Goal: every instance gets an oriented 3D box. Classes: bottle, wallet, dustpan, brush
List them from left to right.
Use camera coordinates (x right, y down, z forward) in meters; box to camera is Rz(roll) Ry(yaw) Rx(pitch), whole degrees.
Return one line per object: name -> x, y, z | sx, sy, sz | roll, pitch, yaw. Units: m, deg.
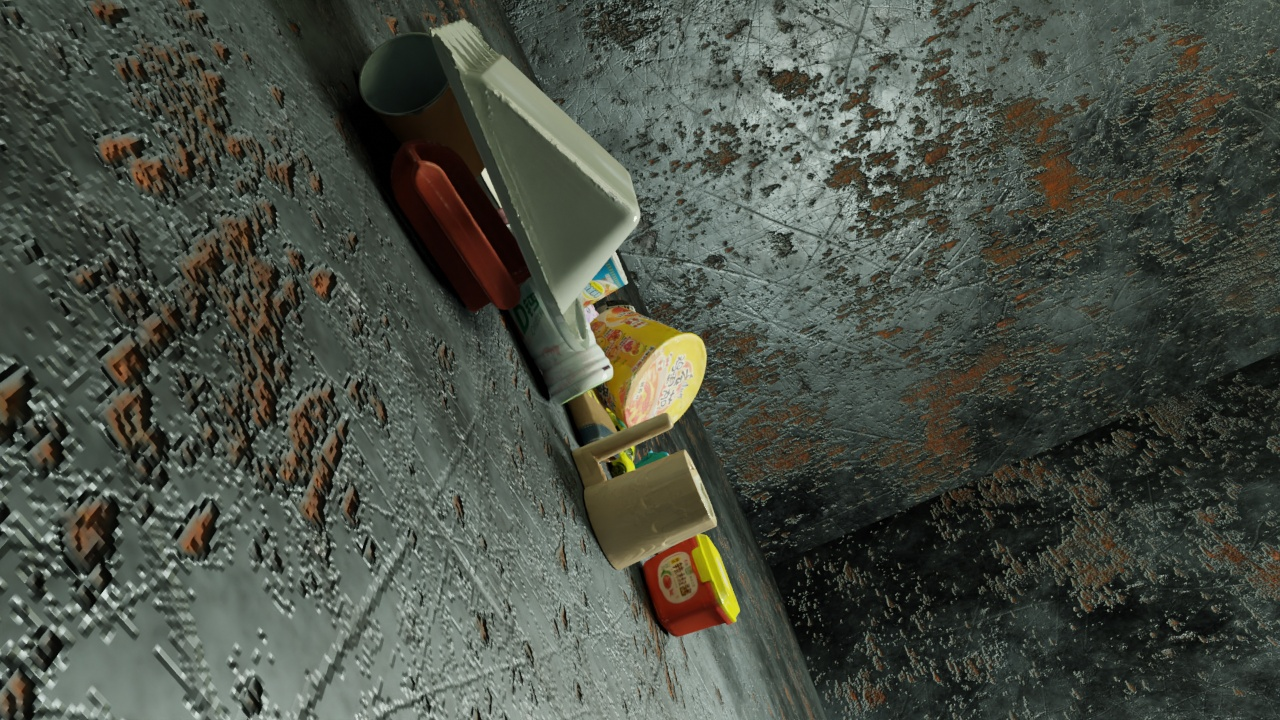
brush -> -0.138, -0.104, 0.699 | 0.069, 0.063, 0.146 | 51, -7, 51
dustpan -> -0.100, -0.139, 0.775 | 0.257, 0.143, 0.222 | 38, 15, -17
bottle -> -0.098, -0.057, 0.902 | 0.197, 0.068, 0.068 | 63, 5, 1
wallet -> -0.059, 0.051, 1.005 | 0.115, 0.033, 0.090 | 64, 5, 24

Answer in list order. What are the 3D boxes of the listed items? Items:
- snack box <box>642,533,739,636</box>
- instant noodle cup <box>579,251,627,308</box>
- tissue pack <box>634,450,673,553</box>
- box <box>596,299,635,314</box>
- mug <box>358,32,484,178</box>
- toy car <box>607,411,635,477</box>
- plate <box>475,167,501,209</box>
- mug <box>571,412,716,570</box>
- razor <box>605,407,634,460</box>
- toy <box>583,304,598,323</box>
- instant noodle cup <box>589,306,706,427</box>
snack box -> 0.052, 0.241, 0.973 | 0.082, 0.080, 0.091 | 58, 9, -51
instant noodle cup -> -0.077, -0.097, 1.050 | 0.099, 0.110, 0.099 | -23, 89, -86
tissue pack -> 0.033, 0.180, 1.158 | 0.140, 0.063, 0.090 | -99, 164, -71
box -> -0.037, -0.022, 1.435 | 0.162, 0.076, 0.088 | -110, -161, -45
mug -> -0.173, -0.201, 0.766 | 0.123, 0.078, 0.078 | 67, 1, -67
toy car -> -0.023, 0.109, 1.090 | 0.048, 0.032, 0.105 | 57, 12, -64
plate -> -0.167, -0.195, 0.996 | 0.163, 0.034, 0.164 | -86, 152, -80
mug -> 0.003, 0.123, 0.877 | 0.084, 0.103, 0.124 | 51, 16, -71
razor -> -0.029, 0.086, 1.186 | 0.043, 0.028, 0.133 | -114, 178, -50
toy -> -0.072, -0.050, 1.285 | 0.083, 0.039, 0.108 | -114, 178, -59
instant noodle cup -> -0.006, 0.006, 1.089 | 0.110, 0.138, 0.138 | 33, -14, 33
